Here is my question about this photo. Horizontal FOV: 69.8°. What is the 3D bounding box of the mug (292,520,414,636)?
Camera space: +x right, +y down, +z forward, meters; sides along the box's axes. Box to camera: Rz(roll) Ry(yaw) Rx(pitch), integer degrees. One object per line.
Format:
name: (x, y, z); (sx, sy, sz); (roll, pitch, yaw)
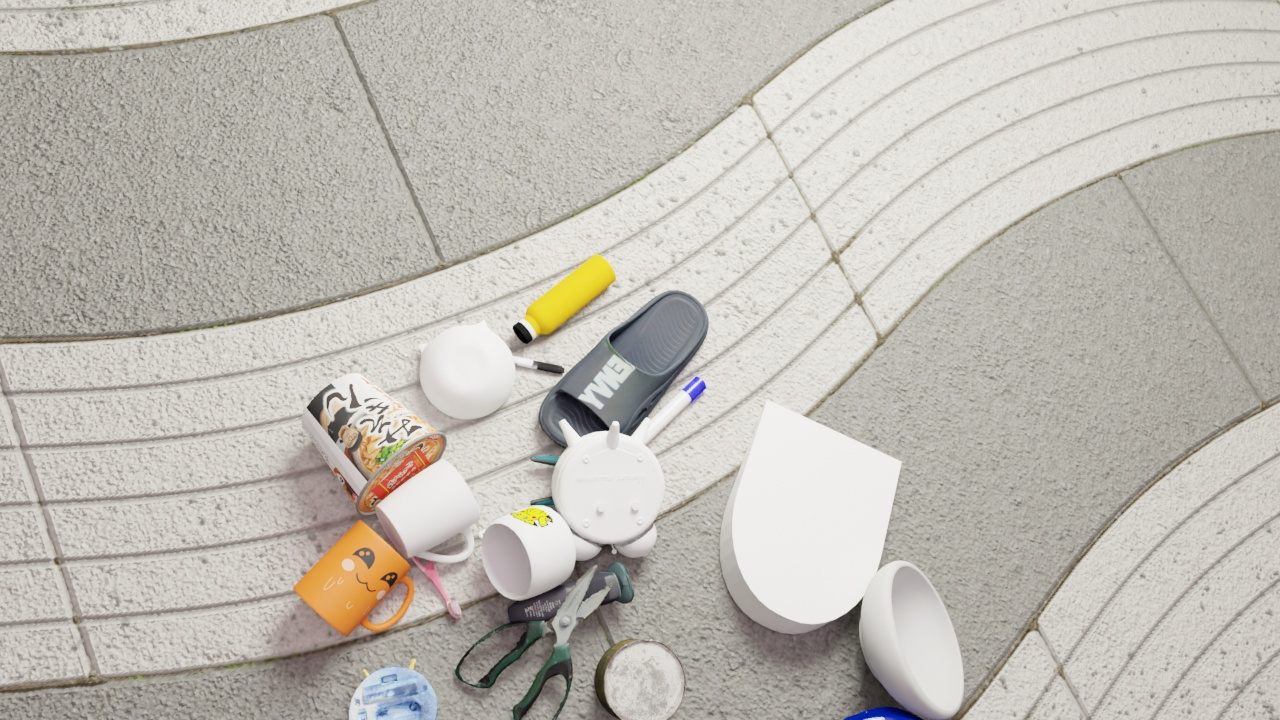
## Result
mug: (-0.299, 0.246, 0.993); (0.095, 0.078, 0.112); (-48, 117, -21)

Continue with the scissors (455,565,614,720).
scissors: (-0.118, 0.299, 1.010); (0.137, 0.015, 0.209); (27, 86, 4)

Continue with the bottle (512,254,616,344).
bottle: (-0.097, -0.074, 1.145); (0.143, 0.043, 0.043); (-40, 84, -20)

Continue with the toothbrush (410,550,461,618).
toothbrush: (-0.240, 0.232, 1.032); (0.021, 0.016, 0.135); (-31, 80, -32)

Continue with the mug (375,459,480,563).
mug: (-0.230, 0.181, 1.018); (0.087, 0.081, 0.114); (-32, 109, -28)

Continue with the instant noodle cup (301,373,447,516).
instant noodle cup: (-0.303, 0.086, 1.020); (0.122, 0.124, 0.123); (42, 69, 14)

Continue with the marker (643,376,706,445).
marker: (0.028, 0.073, 1.135); (0.020, 0.020, 0.141); (45, 70, 5)

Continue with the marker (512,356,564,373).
marker: (-0.168, -0.003, 1.126); (0.152, 0.011, 0.011); (12, 70, -7)

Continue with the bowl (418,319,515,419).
bowl: (-0.205, 0.010, 1.085); (0.114, 0.051, 0.114); (2, 80, -8)

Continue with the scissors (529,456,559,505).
scissors: (-0.067, 0.143, 1.092); (0.154, 0.019, 0.126); (42, 75, -3)

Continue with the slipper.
slipper: (-0.007, 0.007, 1.118); (0.110, 0.083, 0.267); (44, 68, 3)

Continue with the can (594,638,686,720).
can: (-0.001, 0.353, 1.009); (0.090, 0.075, 0.089); (3, 73, -10)

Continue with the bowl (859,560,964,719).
bowl: (0.301, 0.325, 1.058); (0.176, 0.066, 0.176); (34, 42, -38)

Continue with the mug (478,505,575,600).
mug: (-0.131, 0.208, 1.021); (0.067, 0.116, 0.094); (-14, 116, -46)

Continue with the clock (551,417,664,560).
clock: (-0.036, 0.148, 1.049); (0.125, 0.073, 0.161); (0, 91, -15)

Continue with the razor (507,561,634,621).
razor: (-0.079, 0.269, 1.036); (0.142, 0.052, 0.047); (-15, 81, -10)

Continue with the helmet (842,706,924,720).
helmet: (0.291, 0.462, 0.949); (0.241, 0.228, 0.147); (32, 86, 0)

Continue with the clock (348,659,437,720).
clock: (-0.256, 0.382, 0.961); (0.088, 0.052, 0.125); (-7, 74, -14)

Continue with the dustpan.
dustpan: (0.199, 0.202, 1.127); (0.191, 0.053, 0.257); (25, 58, -2)
